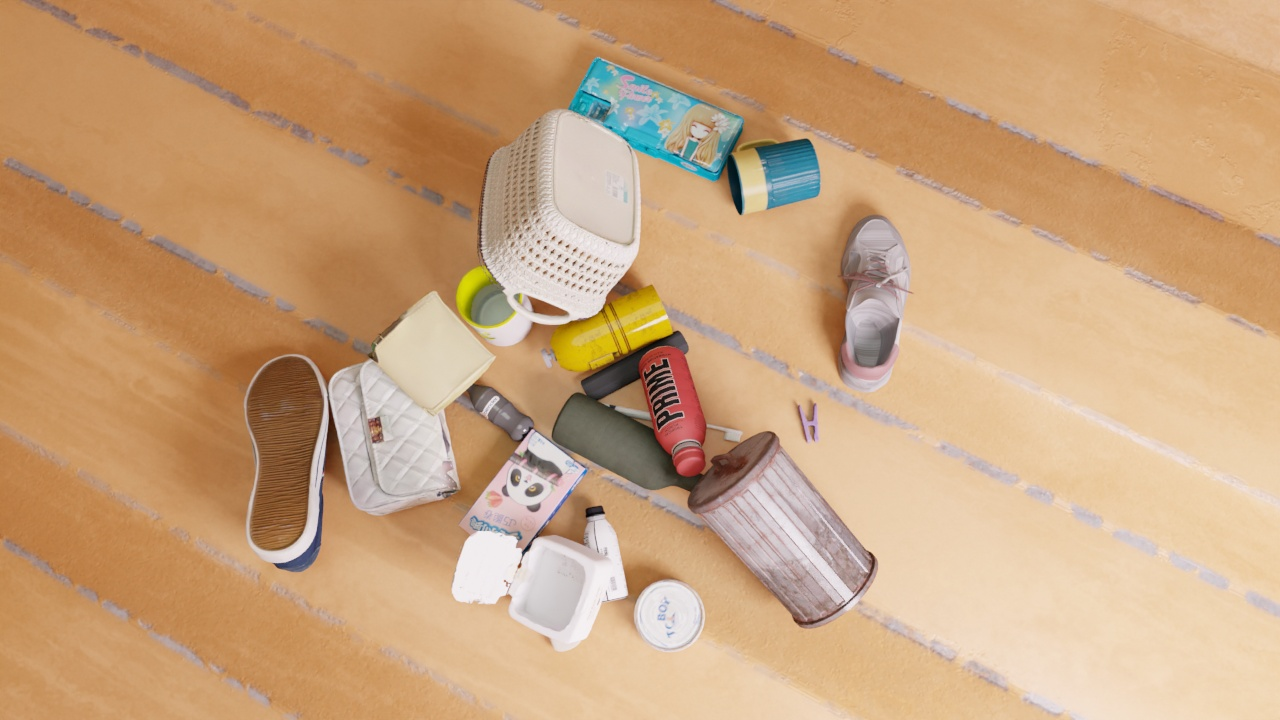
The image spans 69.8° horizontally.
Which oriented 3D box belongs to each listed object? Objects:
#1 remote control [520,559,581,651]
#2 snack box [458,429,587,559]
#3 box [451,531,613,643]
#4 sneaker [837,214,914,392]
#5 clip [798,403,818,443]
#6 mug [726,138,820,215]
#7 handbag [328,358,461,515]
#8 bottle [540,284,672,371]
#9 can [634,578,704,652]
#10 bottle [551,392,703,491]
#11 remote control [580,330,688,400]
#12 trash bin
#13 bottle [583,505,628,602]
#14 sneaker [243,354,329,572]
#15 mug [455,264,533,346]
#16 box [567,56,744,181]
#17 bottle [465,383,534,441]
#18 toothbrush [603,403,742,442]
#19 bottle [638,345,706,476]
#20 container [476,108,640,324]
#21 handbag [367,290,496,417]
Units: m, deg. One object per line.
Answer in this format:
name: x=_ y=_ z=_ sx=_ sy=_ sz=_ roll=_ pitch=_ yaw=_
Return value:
remote control: x=-0.109 y=0.296 z=1.135 sx=0.038 sy=0.018 sz=0.125 roll=-23 pitch=77 yaw=-2
snack box: x=-0.147 y=0.173 z=1.155 sx=0.088 sy=0.033 sz=0.154 roll=35 pitch=82 yaw=10
box: x=-0.130 y=0.257 z=1.086 sx=0.189 sy=0.101 sz=0.111 roll=19 pitch=86 yaw=0
sneaker: x=0.297 y=-0.082 z=1.156 sx=0.099 sy=0.089 sz=0.236 roll=5 pitch=78 yaw=4
clip: x=0.214 y=0.080 z=1.166 sx=0.033 sy=0.013 sz=0.051 roll=-4 pitch=80 yaw=4
mug: x=0.171 y=-0.254 z=1.210 sx=0.107 sy=0.083 sz=0.113 roll=-14 pitch=50 yaw=0
handbag: x=-0.313 y=0.092 z=1.161 sx=0.139 sy=0.072 sz=0.194 roll=-16 pitch=78 yaw=-2
bottle: x=-0.047 y=-0.033 z=1.174 sx=0.164 sy=0.071 sz=0.071 roll=-23 pitch=78 yaw=-2
can: x=0.034 y=0.308 z=1.111 sx=0.086 sy=0.043 sz=0.086 roll=-1 pitch=76 yaw=2
bottle: x=-0.006 y=0.114 z=1.140 sx=0.207 sy=0.071 sz=0.071 roll=26 pitch=80 yaw=8
remote control: x=-0.007 y=0.007 z=1.191 sx=0.147 sy=0.015 sz=0.033 roll=-28 pitch=78 yaw=-3
trash bin: x=0.159 y=0.189 z=1.061 sx=0.130 sy=0.131 sz=0.211 roll=-42 pitch=96 yaw=-6
bottle: x=-0.046 y=0.237 z=1.132 sx=0.041 sy=0.041 sz=0.116 roll=-12 pitch=78 yaw=0
sneaker: x=-0.440 y=0.133 z=1.160 sx=0.120 sy=0.127 sz=0.294 roll=-10 pitch=58 yaw=-5
mug: x=-0.183 y=-0.068 z=1.170 sx=0.082 sy=0.106 sz=0.082 roll=-1 pitch=78 yaw=3
box: x=0.021 y=-0.329 z=1.249 sx=0.227 sy=0.039 sz=0.094 roll=25 pitch=80 yaw=8
bottle: x=-0.186 y=0.061 z=1.179 sx=0.110 sy=0.036 sz=0.036 roll=37 pitch=82 yaw=10
toothbrush: x=0.038 y=0.079 z=1.176 sx=0.187 sy=0.012 sz=0.017 roll=11 pitch=82 yaw=5
bottle: x=0.043 y=0.063 z=1.113 sx=0.062 sy=0.062 sz=0.176 roll=-14 pitch=46 yaw=0
container: x=-0.091 y=-0.183 z=1.125 sx=0.184 sy=0.144 sz=0.251 roll=22 pitch=51 yaw=-31
handbag: x=-0.258 y=-0.008 z=1.129 sx=0.119 sy=0.081 sz=0.111 roll=47 pitch=67 yaw=-3
